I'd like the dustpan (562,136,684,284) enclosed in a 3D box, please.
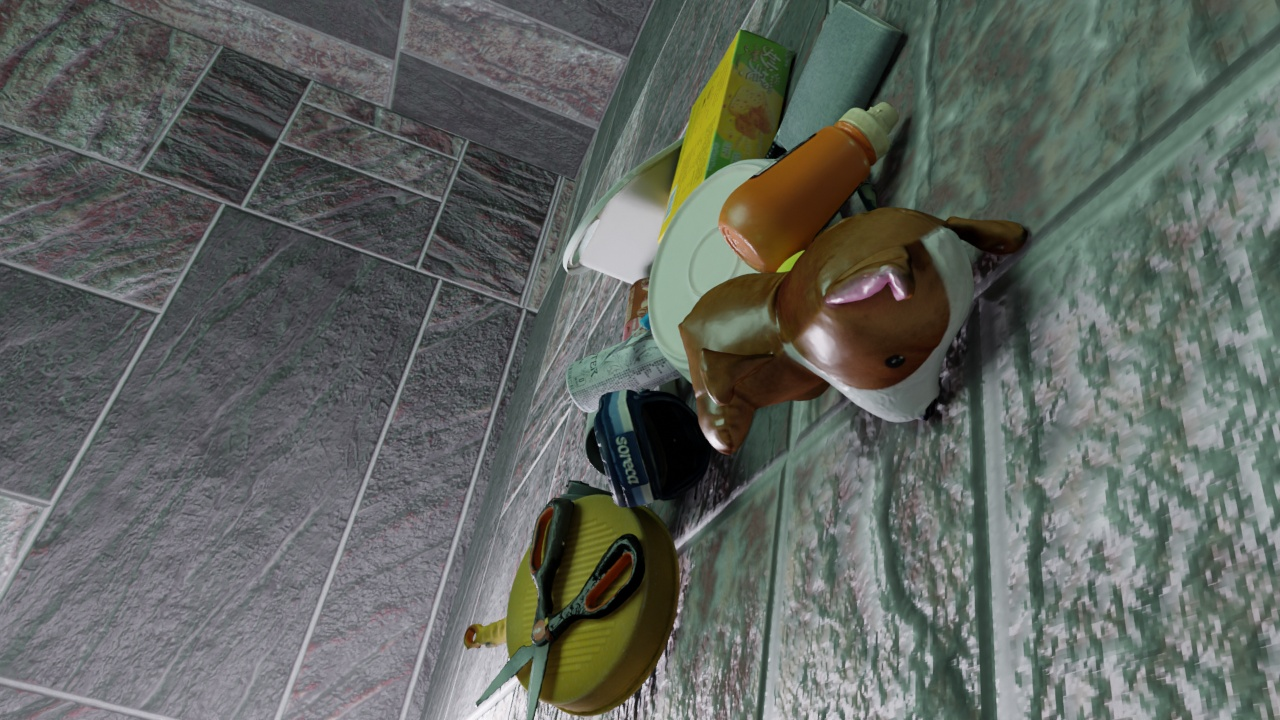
[{"bbox_3d":[0.003,-0.210,1.201,0.223,0.142,0.257,125,164,-53],"label":"dustpan"}]

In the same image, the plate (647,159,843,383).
[{"bbox_3d":[0.075,-0.075,0.755,0.205,0.045,0.204,-30,51,46],"label":"plate"}]

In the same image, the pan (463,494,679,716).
[{"bbox_3d":[-0.092,0.249,0.900,0.359,0.078,0.197,-22,50,40],"label":"pan"}]

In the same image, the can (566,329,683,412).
[{"bbox_3d":[-0.006,0.006,0.969,0.147,0.058,0.058,-23,37,26],"label":"can"}]

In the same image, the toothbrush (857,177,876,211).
[{"bbox_3d":[0.166,-0.127,0.666,0.018,0.016,0.191,-52,20,30],"label":"toothbrush"}]

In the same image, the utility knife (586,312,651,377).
[{"bbox_3d":[0.024,-0.055,0.945,0.222,0.018,0.034,-43,5,-15],"label":"utility knife"}]

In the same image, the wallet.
[{"bbox_3d":[0.166,-0.230,0.779,0.106,0.037,0.130,-108,36,-55],"label":"wallet"}]

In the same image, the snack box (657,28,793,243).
[{"bbox_3d":[0.095,-0.239,1.039,0.158,0.070,0.209,133,154,-64],"label":"snack box"}]

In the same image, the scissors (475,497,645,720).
[{"bbox_3d":[-0.077,0.220,0.814,0.233,0.021,0.220,-35,43,30],"label":"scissors"}]

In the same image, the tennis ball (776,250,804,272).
[{"bbox_3d":[0.119,-0.042,0.616,0.065,0.065,0.065,-162,91,-79],"label":"tennis ball"}]

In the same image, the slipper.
[{"bbox_3d":[0.013,0.071,0.820,0.252,0.095,0.105,28,-131,-85],"label":"slipper"}]

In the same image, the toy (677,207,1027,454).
[{"bbox_3d":[0.108,-0.015,0.507,0.139,0.130,0.200,-30,-6,-41],"label":"toy"}]

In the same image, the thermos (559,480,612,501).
[{"bbox_3d":[-0.049,0.201,0.971,0.093,0.093,0.143,143,138,-70],"label":"thermos"}]

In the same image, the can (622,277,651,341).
[{"bbox_3d":[0.008,-0.041,1.153,0.147,0.058,0.058,-84,17,-47],"label":"can"}]

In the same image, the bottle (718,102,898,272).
[{"bbox_3d":[0.125,-0.129,0.650,0.149,0.067,0.067,-43,10,-5],"label":"bottle"}]

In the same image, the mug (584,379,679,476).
[{"bbox_3d":[-0.006,0.061,1.038,0.124,0.083,0.103,-41,19,14],"label":"mug"}]

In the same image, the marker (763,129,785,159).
[{"bbox_3d":[0.153,-0.243,0.906,0.022,0.018,0.131,-70,6,-54],"label":"marker"}]
